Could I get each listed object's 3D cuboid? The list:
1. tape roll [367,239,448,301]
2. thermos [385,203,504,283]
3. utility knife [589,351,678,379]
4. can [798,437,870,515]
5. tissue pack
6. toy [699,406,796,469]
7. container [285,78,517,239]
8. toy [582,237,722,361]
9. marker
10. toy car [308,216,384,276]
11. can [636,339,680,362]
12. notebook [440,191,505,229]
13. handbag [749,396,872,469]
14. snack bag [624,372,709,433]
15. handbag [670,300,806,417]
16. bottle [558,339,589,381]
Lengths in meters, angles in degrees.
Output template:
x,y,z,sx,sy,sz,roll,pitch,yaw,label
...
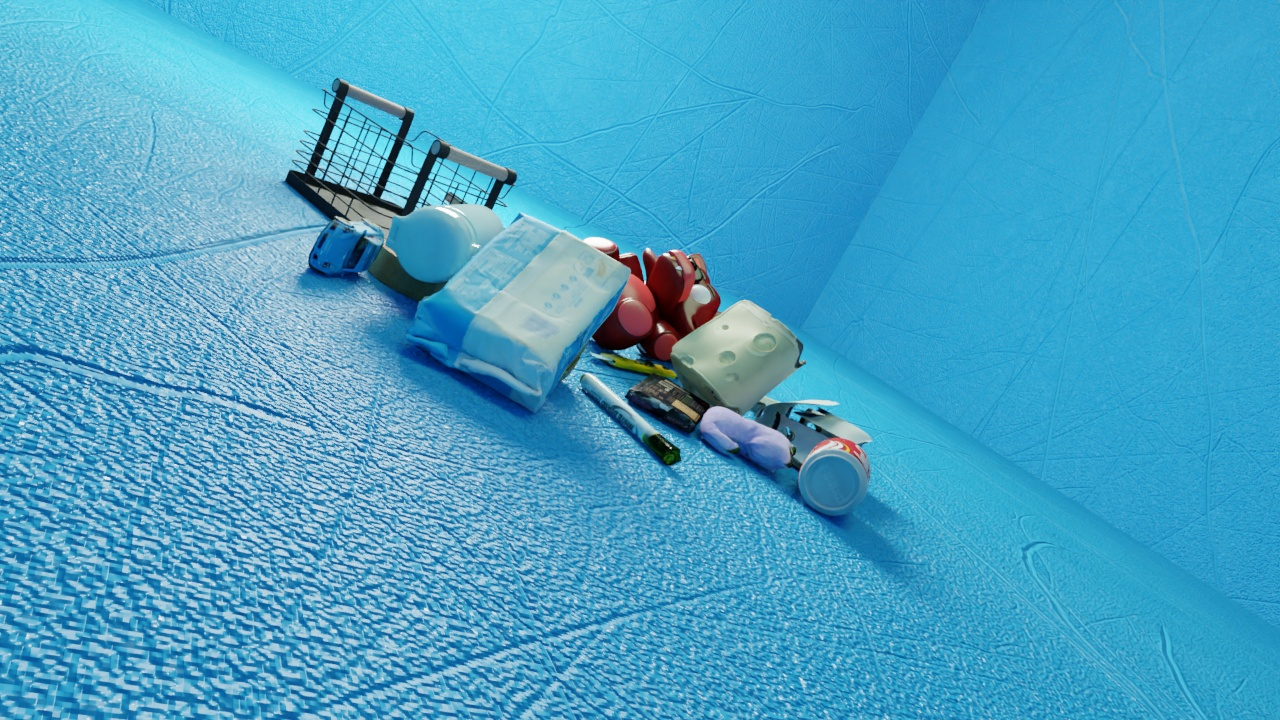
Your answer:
x,y,z,sx,sy,sz,roll,pitch,yaw,label
-0.211,-0.081,0.874,0.094,0.027,0.094,28,9,-5,tape roll
-0.172,-0.111,0.849,0.078,0.065,0.206,21,10,-4,thermos
-0.006,0.006,1.051,0.030,0.017,0.175,23,8,32,utility knife
0.190,0.111,0.893,0.064,0.064,0.104,31,10,13,can
-0.093,-0.043,0.739,0.117,0.066,0.208,28,36,4,tissue pack
0.105,0.080,0.907,0.100,0.036,0.080,26,19,7,toy
-0.273,-0.211,1.049,0.241,0.130,0.162,36,14,37,container
0.024,-0.076,1.104,0.196,0.121,0.158,-7,51,-30,toy
-0.012,0.048,0.793,0.017,0.017,0.146,20,12,-41,marker
-0.247,-0.094,0.783,0.032,0.048,0.105,32,8,2,toy car
0.040,-0.029,1.215,0.063,0.063,0.114,33,10,25,can
-0.133,-0.129,1.179,0.249,0.014,0.178,35,1,-45,notebook
0.177,0.066,1.071,0.176,0.074,0.151,32,10,24,handbag
0.031,0.041,0.948,0.074,0.018,0.155,29,10,7,snack bag
0.113,0.001,1.035,0.111,0.119,0.081,38,-22,47,handbag
-0.103,-0.030,0.823,0.105,0.056,0.056,30,10,9,bottle
